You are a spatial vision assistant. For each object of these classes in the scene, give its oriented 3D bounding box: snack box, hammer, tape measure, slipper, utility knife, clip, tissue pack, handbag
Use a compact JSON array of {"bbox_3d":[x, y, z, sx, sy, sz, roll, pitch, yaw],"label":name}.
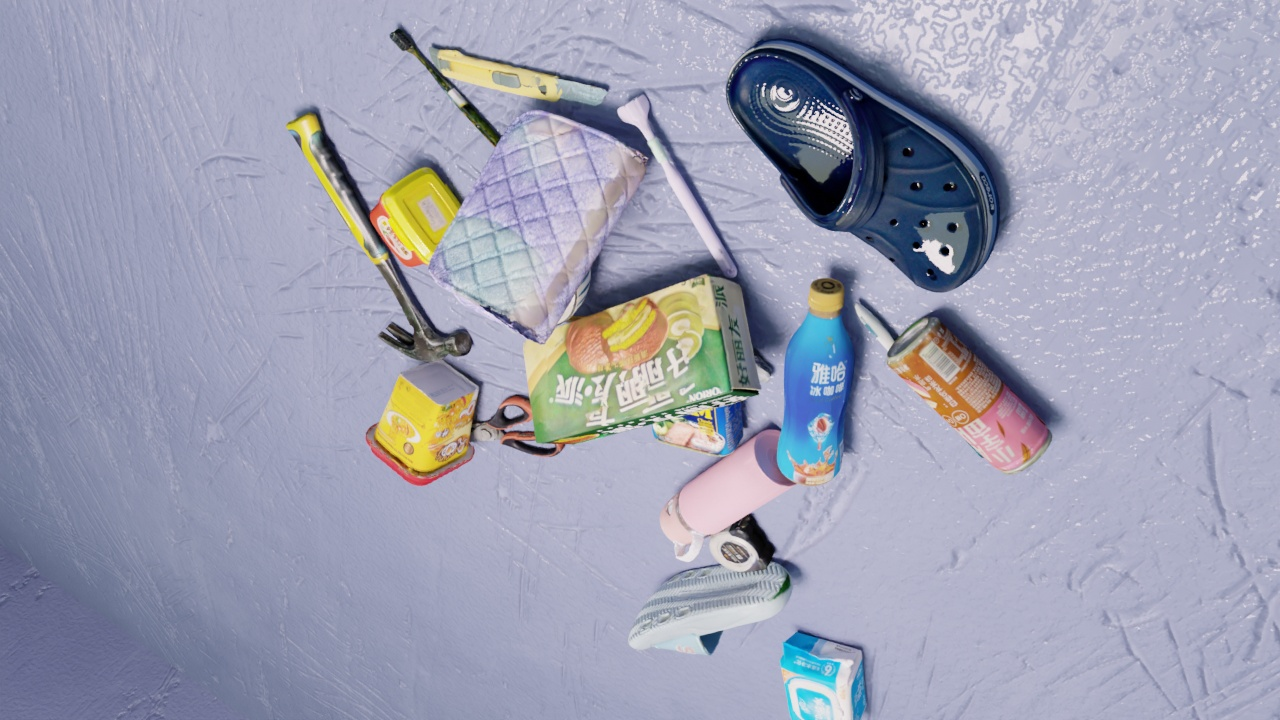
[{"bbox_3d":[-0.005,0.005,0.908,0.241,0.063,0.114,-17,76,33],"label":"snack box"},{"bbox_3d":[-0.321,-0.136,1.087,0.126,0.031,0.323,-6,120,36],"label":"hammer"},{"bbox_3d":[-0.240,-0.150,0.992,0.080,0.081,0.091,-11,118,54],"label":"snack box"},{"bbox_3d":[0.115,0.215,1.077,0.066,0.033,0.066,-18,111,39],"label":"tape measure"},{"bbox_3d":[0.089,0.308,1.127,0.246,0.103,0.074,-25,110,37],"label":"slipper"},{"bbox_3d":[-0.117,-0.265,0.860,0.198,0.020,0.031,15,137,18],"label":"utility knife"},{"bbox_3d":[0.108,0.001,0.917,0.058,0.041,0.026,41,134,-8],"label":"clip"},{"bbox_3d":[0.225,0.402,1.133,0.090,0.063,0.140,8,129,29],"label":"tissue pack"},{"bbox_3d":[0.167,-0.149,0.704,0.253,0.095,0.105,42,139,2],"label":"slipper"},{"bbox_3d":[-0.093,-0.124,0.835,0.134,0.193,0.075,27,174,29],"label":"handbag"}]

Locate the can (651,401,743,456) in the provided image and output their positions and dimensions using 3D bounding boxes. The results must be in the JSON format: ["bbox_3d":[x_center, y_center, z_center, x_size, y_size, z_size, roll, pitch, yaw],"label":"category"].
[{"bbox_3d":[0.057,0.048,0.964,0.102,0.057,0.083,12,132,27],"label":"can"}]

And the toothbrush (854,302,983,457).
[{"bbox_3d":[0.258,0.017,0.832,0.191,0.016,0.018,48,126,-9],"label":"toothbrush"}]

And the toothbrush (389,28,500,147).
[{"bbox_3d":[-0.178,-0.253,0.904,0.012,0.017,0.186,-40,98,23],"label":"toothbrush"}]

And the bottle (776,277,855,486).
[{"bbox_3d":[0.165,0.022,0.861,0.065,0.065,0.219,16,132,23],"label":"bottle"}]

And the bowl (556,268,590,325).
[{"bbox_3d":[-0.098,-0.099,0.941,0.116,0.066,0.117,19,132,22],"label":"bowl"}]

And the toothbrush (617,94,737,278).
[{"bbox_3d":[0.039,-0.153,0.838,0.029,0.021,0.189,-29,110,11],"label":"toothbrush"}]

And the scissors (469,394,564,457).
[{"bbox_3d":[-0.192,0.082,1.190,0.205,0.015,0.198,29,137,11],"label":"scissors"}]

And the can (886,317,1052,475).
[{"bbox_3d":[0.283,0.030,0.794,0.147,0.057,0.058,43,137,-4],"label":"can"}]

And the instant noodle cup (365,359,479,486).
[{"bbox_3d":[-0.269,0.074,1.163,0.116,0.116,0.124,35,122,19],"label":"instant noodle cup"}]

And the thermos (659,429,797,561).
[{"bbox_3d":[0.092,0.154,1.005,0.067,0.087,0.199,24,139,-21],"label":"thermos"}]

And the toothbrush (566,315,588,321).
[{"bbox_3d":[-0.037,-0.041,0.981,0.192,0.018,0.016,4,128,32],"label":"toothbrush"}]
